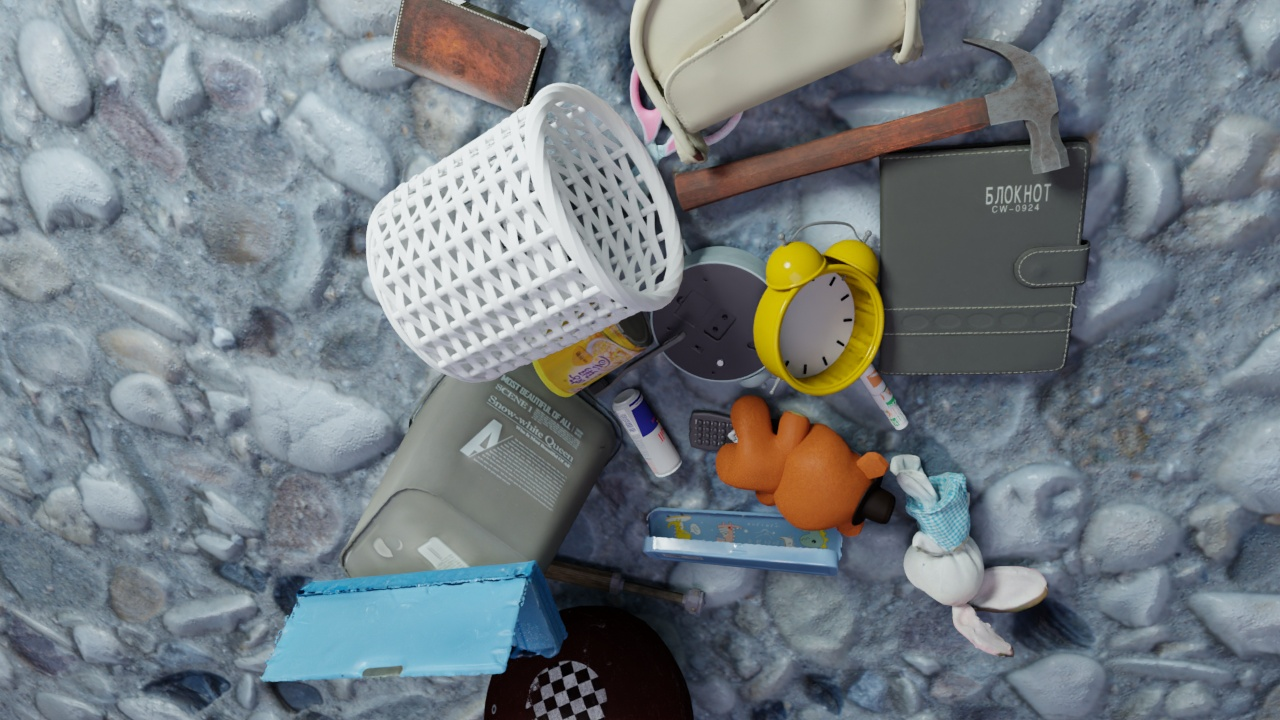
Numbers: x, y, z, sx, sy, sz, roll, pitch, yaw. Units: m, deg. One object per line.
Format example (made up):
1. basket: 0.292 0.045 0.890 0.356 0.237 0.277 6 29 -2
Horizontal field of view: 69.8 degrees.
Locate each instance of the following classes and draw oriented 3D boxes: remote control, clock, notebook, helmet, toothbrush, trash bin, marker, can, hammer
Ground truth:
1. remote control: 0.110 0.076 0.922 0.124 0.009 0.046 6 121 10
2. clock: 0.153 -0.043 0.787 0.113 0.052 0.152 -5 107 -25
3. clock: 0.084 -0.036 0.842 0.159 0.045 0.123 32 122 -8
4. notebook: 0.288 -0.081 0.779 0.170 0.029 0.209 -1 122 14
5. helmet: -0.054 0.406 1.021 0.234 0.253 0.233 -29 153 10
6. toothbrush: -0.005 0.005 0.870 0.013 0.012 0.168 47 142 -9
7. trash bin: -0.157 0.130 0.892 0.197 0.219 0.198 38 121 -10
8. marker: 0.208 0.007 0.854 0.017 0.017 0.145 -28 110 26
9. can: 0.007 0.073 0.931 0.032 0.032 0.095 -22 113 23
10. hammer: 0.170 -0.172 0.735 0.301 0.028 0.111 -11 101 21
11. hammer: -0.081 0.249 1.060 0.317 0.028 0.147 11 128 7
12. can: -0.047 -0.016 0.869 0.105 0.067 0.067 -31 109 26

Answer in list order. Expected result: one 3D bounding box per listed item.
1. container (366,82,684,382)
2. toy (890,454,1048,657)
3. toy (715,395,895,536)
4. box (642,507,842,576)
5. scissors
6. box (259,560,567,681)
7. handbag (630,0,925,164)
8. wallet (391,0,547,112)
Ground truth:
1. container: -0.092 -0.098 0.755 0.187 0.188 0.189 -23 113 29
2. toy: 0.292 0.185 0.901 0.106 0.130 0.205 -26 100 47
3. toy: 0.155 0.108 0.872 0.176 0.096 0.112 31 125 24
4. box: 0.110 0.189 0.984 0.210 0.063 0.069 3 157 14
5. scissors: 0.028 -0.176 0.789 0.108 0.016 0.180 19 122 1
6. box: -0.192 0.242 0.770 0.232 0.109 0.094 -8 117 17
7. handbag: 0.093 -0.255 0.657 0.229 0.131 0.184 -20 117 21
8. wallet: -0.146 -0.262 0.774 0.123 0.019 0.072 22 123 0
